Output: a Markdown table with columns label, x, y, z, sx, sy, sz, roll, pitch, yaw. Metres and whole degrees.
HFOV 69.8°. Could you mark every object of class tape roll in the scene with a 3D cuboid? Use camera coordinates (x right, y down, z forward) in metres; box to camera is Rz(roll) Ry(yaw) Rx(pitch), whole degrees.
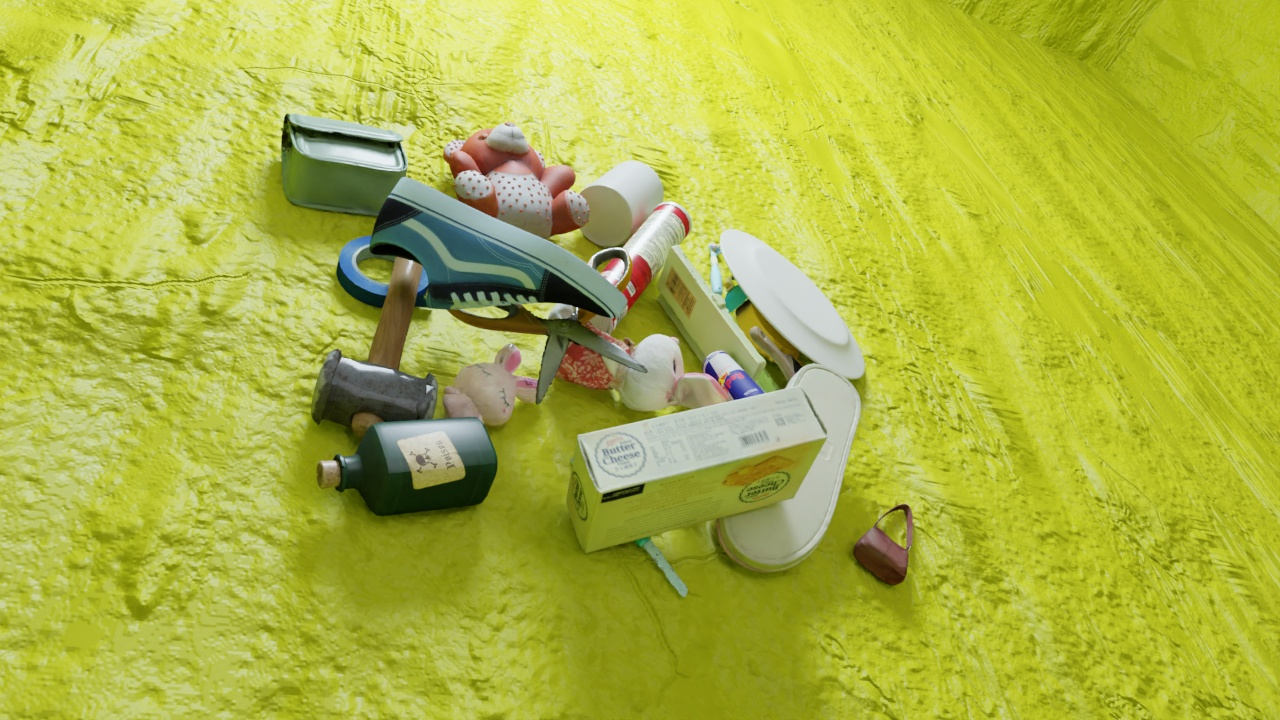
| label | x | y | z | sx | sy | sz | roll | pitch | yaw |
| --- | --- | --- | --- | --- | --- | --- | --- | --- | --- |
| tape roll | -0.255 | -0.089 | 0.917 | 0.091 | 0.016 | 0.093 | 1 | 45 | -31 |

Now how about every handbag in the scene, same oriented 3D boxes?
| label | x | y | z | sx | sy | sz | roll | pitch | yaw |
| --- | --- | --- | --- | --- | --- | --- | --- | --- | --- |
| handbag | -0.318 | -0.216 | 0.984 | 0.121 | 0.067 | 0.106 | 4 | 43 | -28 |
| handbag | 0.254 | 0.176 | 0.926 | 0.055 | 0.029 | 0.119 | 39 | 33 | 10 |

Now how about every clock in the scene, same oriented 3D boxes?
| label | x | y | z | sx | sy | sz | roll | pitch | yaw |
| --- | --- | --- | --- | --- | --- | --- | --- | --- | --- |
| clock | 0.145 | -0.049 | 1.087 | 0.099 | 0.044 | 0.129 | 11 | 46 | -49 |

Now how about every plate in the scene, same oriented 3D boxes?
| label | x | y | z | sx | sy | sz | roll | pitch | yaw |
| --- | --- | --- | --- | --- | --- | --- | --- | --- | --- |
| plate | 0.191 | -0.075 | 1.116 | 0.242 | 0.016 | 0.242 | 34 | 27 | -21 |

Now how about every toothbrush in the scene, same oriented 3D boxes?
| label | x | y | z | sx | sy | sz | roll | pitch | yaw |
| --- | --- | --- | --- | --- | --- | --- | --- | --- | --- |
| toothbrush | 0.094 | -0.112 | 1.141 | 0.022 | 0.016 | 0.154 | 32 | 25 | -14 |

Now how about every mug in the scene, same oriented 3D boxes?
| label | x | y | z | sx | sy | sz | roll | pitch | yaw |
| --- | --- | --- | --- | --- | --- | --- | --- | --- | --- |
| mug | -0.016 | -0.180 | 1.132 | 0.112 | 0.079 | 0.096 | 55 | 37 | -11 |

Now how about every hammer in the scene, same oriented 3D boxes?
| label | x | y | z | sx | sy | sz | roll | pitch | yaw |
| --- | --- | --- | --- | --- | --- | --- | --- | --- | --- |
| hammer | -0.224 | -0.058 | 0.857 | 0.098 | 0.052 | 0.327 | 16 | 43 | -17 |

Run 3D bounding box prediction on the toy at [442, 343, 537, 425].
| label | x | y | z | sx | sy | sz | roll | pitch | yaw |
| --- | --- | --- | --- | --- | --- | --- | --- | --- | --- |
| toy | -0.134 | 0.025 | 0.839 | 0.063 | 0.047 | 0.109 | 44 | 36 | 7 |

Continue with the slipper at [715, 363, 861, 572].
| label | x | y | z | sx | sy | sz | roll | pitch | yaw |
| --- | --- | --- | --- | --- | --- | --- | --- | --- | --- |
| slipper | 0.147 | 0.105 | 0.911 | 0.114 | 0.055 | 0.273 | 36 | 48 | 3 |

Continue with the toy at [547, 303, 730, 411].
| label | x | y | z | sx | sy | sz | roll | pitch | yaw |
| --- | --- | --- | --- | --- | --- | --- | --- | --- | --- |
| toy | -0.005 | 0.005 | 0.908 | 0.194 | 0.084 | 0.159 | 24 | -1 | 2 |

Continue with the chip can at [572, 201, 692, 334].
| label | x | y | z | sx | sy | sz | roll | pitch | yaw |
| --- | --- | --- | --- | --- | --- | --- | --- | --- | --- |
| chip can | -0.007 | -0.105 | 1.035 | 0.052 | 0.052 | 0.214 | 32 | 47 | 4 |

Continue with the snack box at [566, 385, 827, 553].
| label | x | y | z | sx | sy | sz | roll | pitch | yaw |
| --- | --- | --- | --- | --- | --- | --- | --- | --- | --- |
| snack box | 0.045 | 0.092 | 0.780 | 0.207 | 0.104 | 0.057 | -11 | 55 | -19 |

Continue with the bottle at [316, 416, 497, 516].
| label | x | y | z | sx | sy | sz | roll | pitch | yaw |
| --- | --- | --- | --- | --- | --- | --- | --- | --- | --- |
| bottle | -0.186 | 0.084 | 0.724 | 0.131 | 0.061 | 0.061 | -2 | 44 | -33 |

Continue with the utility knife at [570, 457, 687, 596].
| label | x | y | z | sx | sy | sz | roll | pitch | yaw |
| --- | --- | --- | --- | --- | --- | --- | --- | --- | --- |
| utility knife | -0.010 | 0.142 | 0.805 | 0.022 | 0.015 | 0.162 | -22 | 59 | -30 |

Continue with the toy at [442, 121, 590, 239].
| label | x | y | z | sx | sy | sz | roll | pitch | yaw |
| --- | --- | --- | --- | --- | --- | --- | --- | --- | --- |
| toy | -0.151 | -0.212 | 1.063 | 0.163 | 0.093 | 0.172 | 1 | 44 | -29 |

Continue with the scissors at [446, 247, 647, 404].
| label | x | y | z | sx | sy | sz | roll | pitch | yaw |
| --- | --- | --- | --- | --- | --- | --- | --- | --- | --- |
| scissors | -0.086 | -0.044 | 0.871 | 0.230 | 0.016 | 0.224 | 11 | 46 | 10 |

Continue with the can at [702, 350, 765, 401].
| label | x | y | z | sx | sy | sz | roll | pitch | yaw |
| --- | --- | --- | --- | --- | --- | --- | --- | --- | --- |
| can | 0.097 | 0.025 | 0.927 | 0.032 | 0.032 | 0.095 | 2 | 30 | -30 |

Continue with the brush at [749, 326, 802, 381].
| label | x | y | z | sx | sy | sz | roll | pitch | yaw |
| --- | --- | --- | --- | --- | --- | --- | --- | --- | --- |
| brush | 0.167 | 0.010 | 1.017 | 0.151 | 0.012 | 0.038 | 43 | 32 | -32 |

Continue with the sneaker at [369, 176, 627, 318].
| label | x | y | z | sx | sy | sz | roll | pitch | yaw |
| --- | --- | --- | --- | --- | --- | --- | --- | --- | --- |
| sneaker | -0.136 | -0.073 | 0.839 | 0.241 | 0.083 | 0.098 | 25 | 81 | 5 |

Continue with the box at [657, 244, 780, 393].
| label | x | y | z | sx | sy | sz | roll | pitch | yaw |
| --- | --- | --- | --- | --- | --- | --- | --- | --- | --- |
| box | 0.081 | -0.028 | 1.023 | 0.066 | 0.127 | 0.188 | -34 | 60 | 0 |
